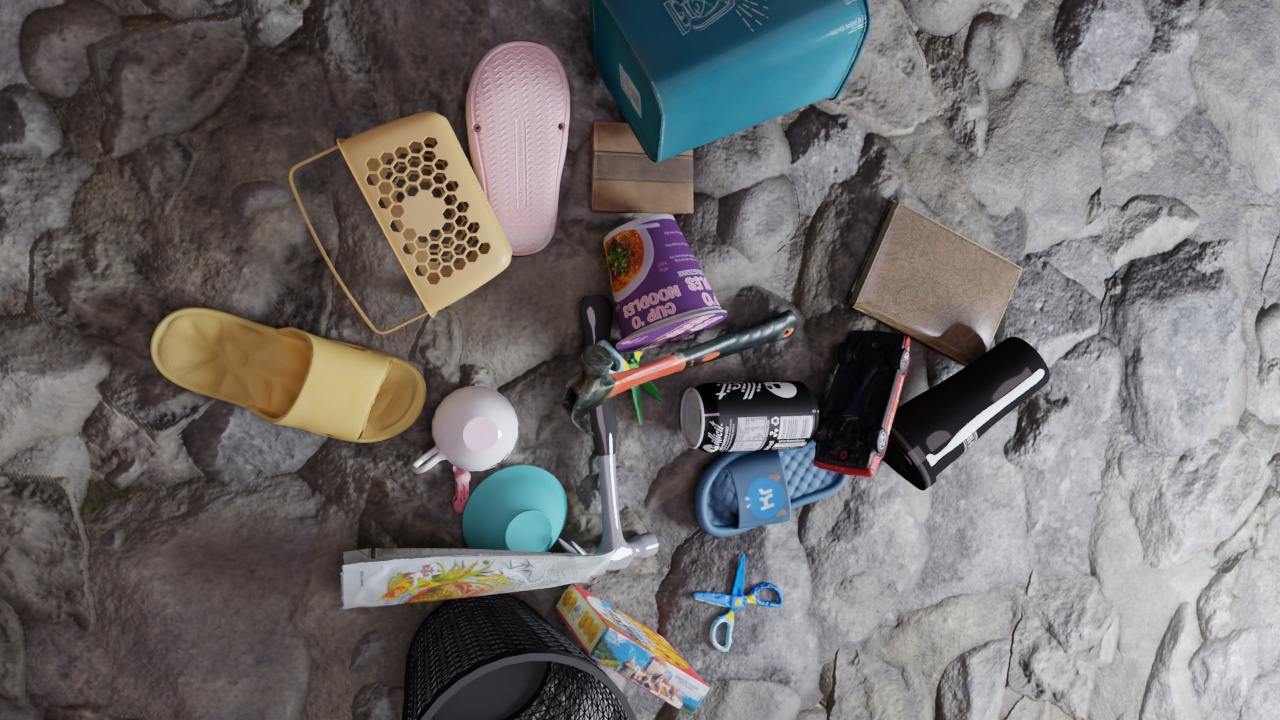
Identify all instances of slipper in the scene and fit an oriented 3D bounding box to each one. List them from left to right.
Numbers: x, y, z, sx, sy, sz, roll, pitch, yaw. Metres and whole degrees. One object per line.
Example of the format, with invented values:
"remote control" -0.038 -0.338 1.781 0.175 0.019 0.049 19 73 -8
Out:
"slipper" -0.343 0.019 0.905 0.263 0.078 0.099 19 92 -20
"slipper" -0.130 -0.219 0.961 0.106 0.055 0.222 -3 108 -18
"slipper" 0.162 0.146 1.104 0.213 0.059 0.104 -16 99 -18

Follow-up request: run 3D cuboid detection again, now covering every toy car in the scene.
"toy car" 0.265 0.048 1.096 0.056 0.082 0.189 48 57 -51

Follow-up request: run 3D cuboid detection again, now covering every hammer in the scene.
"hammer" -0.043 0.083 1.027 0.124 0.030 0.311 -8 95 -41
"hammer" 0.056 -0.002 1.006 0.332 0.133 0.033 -18 59 -35

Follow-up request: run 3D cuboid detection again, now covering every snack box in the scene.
"snack box" -0.013 0.317 1.018 0.145 0.143 0.040 36 84 -20

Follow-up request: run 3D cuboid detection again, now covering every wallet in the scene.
"wallet" 0.002 -0.214 1.023 0.121 0.027 0.099 -3 99 -18

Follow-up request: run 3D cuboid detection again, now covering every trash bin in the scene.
"trash bin" -0.142 0.350 0.923 0.216 0.243 0.217 -2 97 -19
"trash bin" 0.078 -0.332 0.940 0.218 0.199 0.196 -28 79 -7

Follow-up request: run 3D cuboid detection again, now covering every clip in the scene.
"clip" -0.192 0.137 0.994 0.023 0.050 0.058 -3 84 -16

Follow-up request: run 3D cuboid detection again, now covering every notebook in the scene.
"notebook" 0.367 -0.073 1.160 0.215 0.034 0.190 23 90 -20

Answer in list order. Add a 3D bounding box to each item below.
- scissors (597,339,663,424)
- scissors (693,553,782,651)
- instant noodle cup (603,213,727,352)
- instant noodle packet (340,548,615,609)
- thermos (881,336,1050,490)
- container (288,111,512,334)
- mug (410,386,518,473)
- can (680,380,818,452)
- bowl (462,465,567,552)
"scissors" -0.012 0.014 1.030 0.116 0.012 0.130 -12 96 -50
"scissors" 0.119 0.300 1.132 0.125 0.013 0.129 15 89 -21
"instant noodle cup" 0.011 -0.085 0.990 0.136 0.122 0.122 -12 80 -39
"instant noodle packet" -0.171 0.225 0.956 0.269 0.147 0.057 2 67 -15
"thermos" 0.393 0.061 1.133 0.218 0.106 0.106 -35 106 -3
"container" -0.233 -0.134 0.894 0.167 0.129 0.183 -25 104 0
"mug" -0.188 0.081 0.965 0.123 0.076 0.090 -36 106 -12
"can" 0.127 0.065 1.068 0.146 0.080 0.080 -1 96 -17
"bowl" -0.129 0.179 1.001 0.121 0.046 0.121 -7 108 -24
